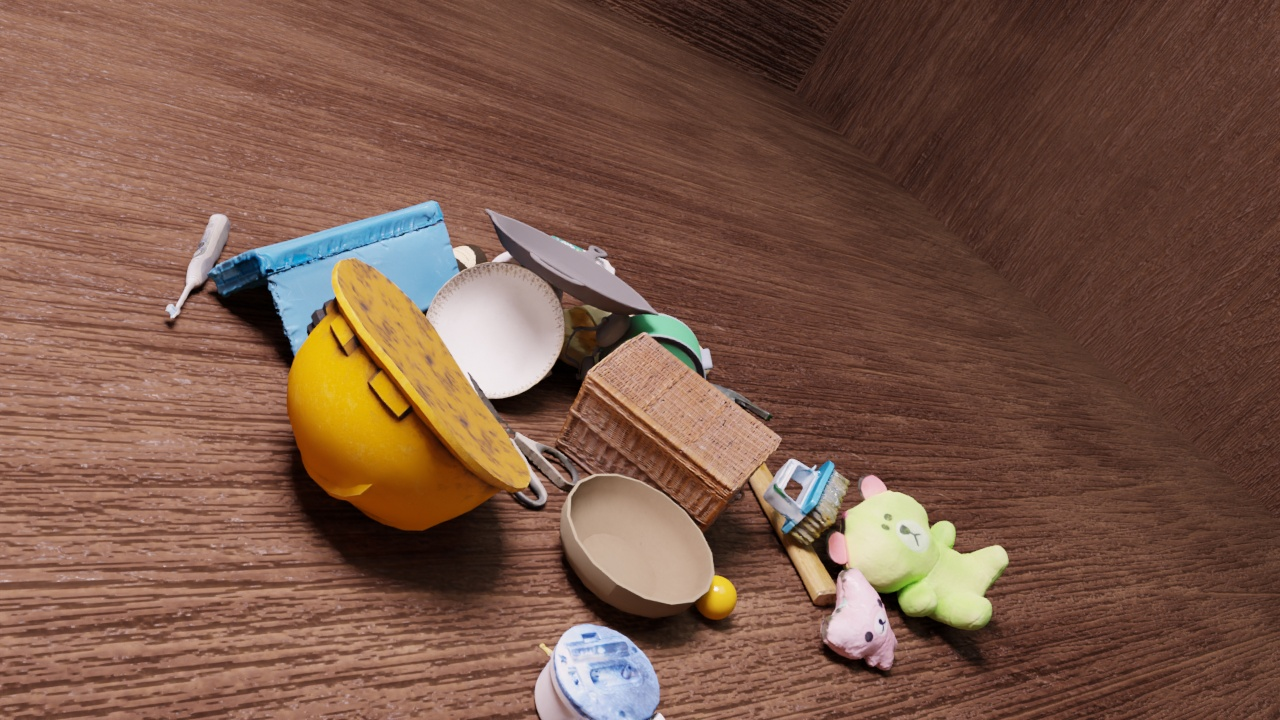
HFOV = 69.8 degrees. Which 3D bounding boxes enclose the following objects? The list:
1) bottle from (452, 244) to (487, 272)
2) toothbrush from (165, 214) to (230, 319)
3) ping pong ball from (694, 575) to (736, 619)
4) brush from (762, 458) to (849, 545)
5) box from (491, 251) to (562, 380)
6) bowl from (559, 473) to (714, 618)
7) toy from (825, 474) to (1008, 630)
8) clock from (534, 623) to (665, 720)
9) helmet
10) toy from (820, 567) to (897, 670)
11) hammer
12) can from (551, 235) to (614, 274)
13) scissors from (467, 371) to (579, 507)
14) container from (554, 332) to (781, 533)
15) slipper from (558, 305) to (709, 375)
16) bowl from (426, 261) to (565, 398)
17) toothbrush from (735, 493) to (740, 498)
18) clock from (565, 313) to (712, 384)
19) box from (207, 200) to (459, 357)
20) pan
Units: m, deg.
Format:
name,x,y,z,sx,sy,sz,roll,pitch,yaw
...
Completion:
name,x,y,z,sx,sy,sz,roll,pitch,yaw
bottle,-0.241,-0.092,1.039,0.045,0.045,0.184,38,29,9
toothbrush,-0.419,-0.088,0.870,0.024,0.022,0.185,59,10,-35
ping pong ball,0.070,0.222,0.860,0.040,0.040,0.040,25,28,-15
brush,0.189,0.144,1.034,0.075,0.055,0.135,42,29,6
box,-0.136,-0.053,1.064,0.084,0.136,0.147,14,8,-23
bowl,-0.010,0.176,0.839,0.152,0.051,0.152,25,28,-15
toy,0.309,0.228,1.051,0.197,0.107,0.149,29,49,11
clock,-0.028,0.259,0.684,0.088,0.052,0.125,8,36,-40
helmet,-0.212,0.047,0.745,0.255,0.131,0.205,50,0,41
toy,0.227,0.273,0.934,0.096,0.053,0.098,46,44,-8
hammer,0.147,0.146,1.082,0.132,0.033,0.330,15,33,-33
can,-0.090,-0.126,1.245,0.101,0.055,0.054,23,29,-18
scissors,-0.122,0.078,0.908,0.150,0.013,0.164,19,35,-34
container,0.024,0.083,0.943,0.198,0.113,0.113,39,38,11
slipper,-0.006,-0.034,1.163,0.261,0.079,0.111,10,32,-39
bowl,-0.152,-0.028,0.974,0.145,0.145,0.063,34,-10,2
toothbrush,0.041,0.116,1.033,0.167,0.013,0.013,28,20,-10
clock,-0.006,0.006,1.048,0.161,0.122,0.075,19,29,-13
box,-0.294,-0.078,0.925,0.230,0.094,0.112,-32,108,-52
pan,-0.074,-0.109,1.057,0.216,0.024,0.354,31,12,-1
